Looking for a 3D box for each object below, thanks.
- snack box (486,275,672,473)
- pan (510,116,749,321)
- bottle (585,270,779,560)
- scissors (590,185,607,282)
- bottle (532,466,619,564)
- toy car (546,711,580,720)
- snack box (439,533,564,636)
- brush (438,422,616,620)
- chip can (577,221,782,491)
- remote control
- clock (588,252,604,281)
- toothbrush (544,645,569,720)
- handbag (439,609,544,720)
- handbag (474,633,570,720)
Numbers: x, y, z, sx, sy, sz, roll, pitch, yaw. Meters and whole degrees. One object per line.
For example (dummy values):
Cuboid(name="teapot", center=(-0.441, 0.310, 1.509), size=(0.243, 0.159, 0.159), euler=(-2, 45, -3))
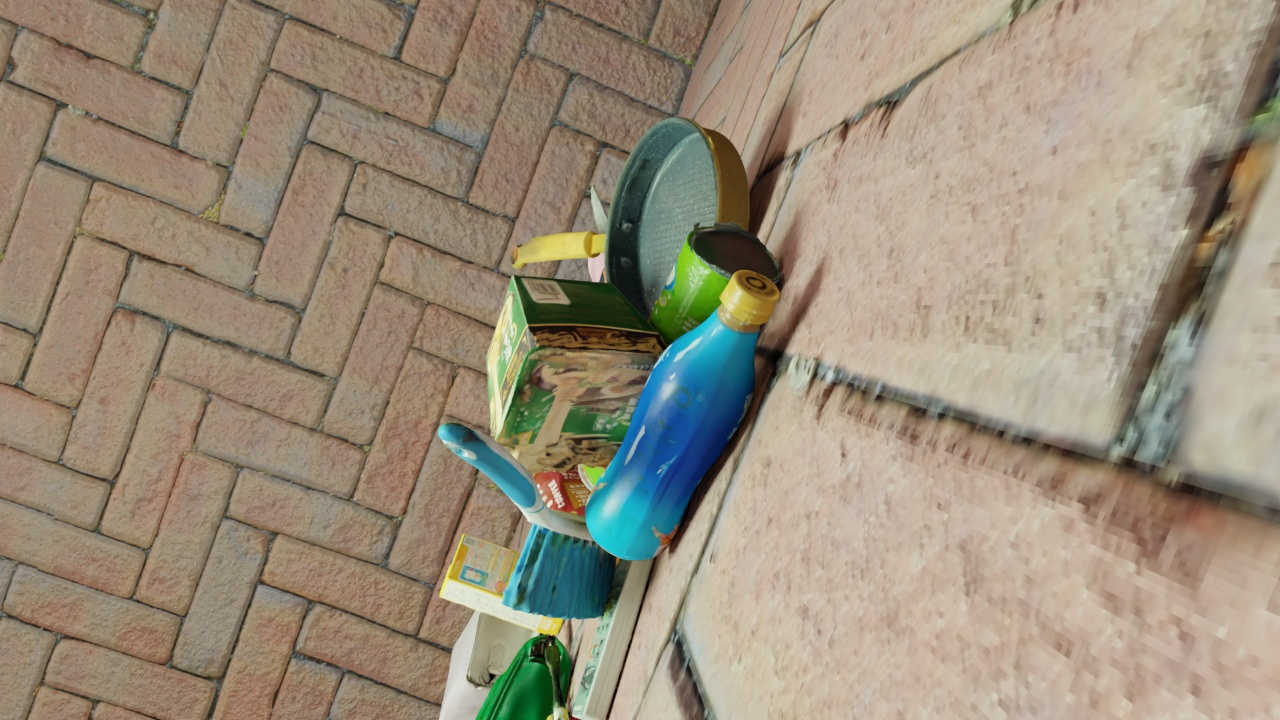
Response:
Cuboid(name="snack box", center=(-0.051, 0.001, 0.636), size=(0.118, 0.118, 0.105), euler=(-65, 36, 36))
Cuboid(name="pan", center=(-0.027, -0.119, 0.900), size=(0.358, 0.078, 0.197), euler=(-3, 81, 60))
Cuboid(name="bottle", center=(0.028, 0.038, 0.582), size=(0.065, 0.065, 0.219), euler=(-77, 11, -54))
Cuboid(name="scissors", center=(-0.026, -0.093, 0.986), size=(0.190, 0.015, 0.222), euler=(-55, 47, 43))
Cuboid(name="bottle", center=(-0.067, 0.138, 0.870), size=(0.057, 0.057, 0.175), euler=(-68, 25, 13))
Cuboid(name="toy car", center=(-0.074, 0.313, 0.687), size=(0.106, 0.031, 0.049), euler=(-60, 8, 18))
Cuboid(name="snack box", center=(-0.151, 0.256, 1.049), size=(0.086, 0.140, 0.034), euler=(-84, 15, -65))
Cuboid(name="brush", center=(-0.072, 0.120, 0.629), size=(0.109, 0.060, 0.314), euler=(-71, -21, -8))
Cuboid(name="chip can", center=(0.024, 0.010, 0.682), size=(0.072, 0.072, 0.237), euler=(-76, 10, -52))
Cuboid(name="remote control", center=(-0.019, 0.195, 0.671), size=(0.056, 0.019, 0.134), euler=(124, 166, -67))
Cuboid(name="clock", center=(0.009, -0.117, 1.045), size=(0.059, 0.117, 0.159), euler=(-108, 35, -46))
Cuboid(name="toothbrush", center=(-0.055, 0.264, 0.651), size=(0.185, 0.012, 0.017), euler=(-119, 23, -69))
Cuboid(name="handbag", center=(-0.183, 0.377, 1.125), size=(0.144, 0.098, 0.198), euler=(-73, 8, -46))
Cuboid(name="handbag", center=(-0.117, 0.327, 0.852), size=(0.132, 0.068, 0.120), euler=(118, 172, -45))
